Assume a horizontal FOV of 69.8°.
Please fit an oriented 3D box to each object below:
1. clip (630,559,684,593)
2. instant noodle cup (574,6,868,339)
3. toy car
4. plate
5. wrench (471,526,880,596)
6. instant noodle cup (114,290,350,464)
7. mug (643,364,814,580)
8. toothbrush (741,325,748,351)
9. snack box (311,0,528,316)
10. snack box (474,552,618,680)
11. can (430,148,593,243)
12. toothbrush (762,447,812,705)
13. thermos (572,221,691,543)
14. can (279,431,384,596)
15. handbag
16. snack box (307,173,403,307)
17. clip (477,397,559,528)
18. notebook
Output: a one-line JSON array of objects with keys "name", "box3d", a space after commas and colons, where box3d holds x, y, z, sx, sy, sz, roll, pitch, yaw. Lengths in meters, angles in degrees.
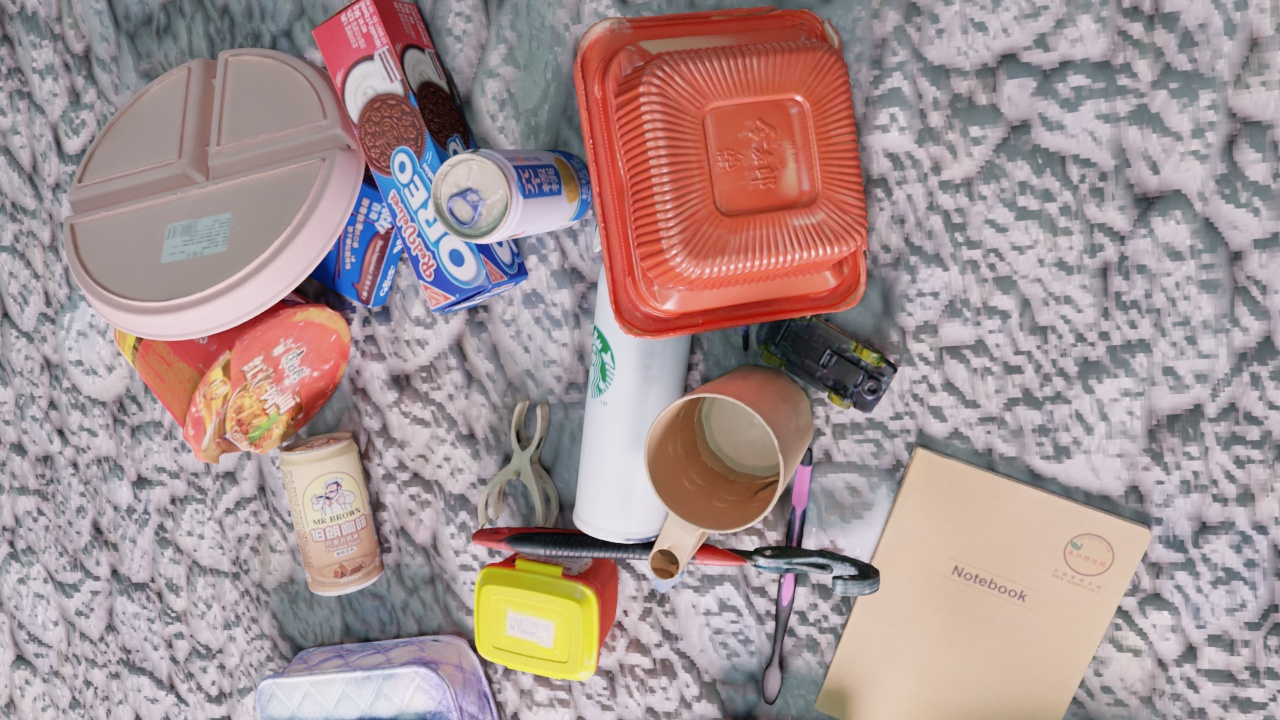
[{"name": "clip", "box3d": [0.006, 0.140, 0.657, 0.025, 0.031, 0.057, -39, 93, 23]}, {"name": "instant noodle cup", "box3d": [0.056, -0.112, 0.521, 0.164, 0.079, 0.189, -11, 94, -12]}, {"name": "toy car", "box3d": [0.116, -0.004, 0.580, 0.090, 0.035, 0.042, 32, 108, 16]}, {"name": "plate", "box3d": [-0.298, -0.123, 0.629, 0.230, 0.028, 0.229, -5, 68, 12]}, {"name": "wrench", "box3d": [0.019, 0.129, 0.612, 0.274, 0.056, 0.016, 4, 96, 13]}, {"name": "instant noodle cup", "box3d": [-0.299, -0.012, 0.667, 0.108, 0.137, 0.138, 37, 110, 17]}, {"name": "mug", "box3d": [0.052, 0.068, 0.577, 0.084, 0.103, 0.125, 27, 110, 15]}, {"name": "toothbrush", "box3d": [0.063, -0.098, 0.588, 0.017, 0.014, 0.189, 3, 103, 25]}, {"name": "snack box", "box3d": [-0.147, -0.137, 0.625, 0.057, 0.058, 0.207, -20, 95, 24]}, {"name": "snack box", "box3d": [-0.063, 0.172, 0.653, 0.091, 0.080, 0.082, 7, 105, 17]}, {"name": "can", "box3d": [-0.075, -0.103, 0.567, 0.053, 0.134, 0.053, 4, 103, 16]}, {"name": "toothbrush", "box3d": [0.102, 0.150, 0.633, 0.014, 0.017, 0.189, 9, 101, 15]}, {"name": "thermos", "box3d": [-0.004, 0.004, 0.602, 0.073, 0.073, 0.224, 11, 105, 16]}, {"name": "can", "box3d": [-0.238, 0.118, 0.710, 0.059, 0.058, 0.116, -6, 100, 19]}, {"name": "handbag", "box3d": [-0.212, 0.298, 0.732, 0.194, 0.075, 0.134, -13, 98, 21]}, {"name": "snack box", "box3d": [-0.246, -0.110, 0.679, 0.157, 0.026, 0.085, 27, 109, 11]}, {"name": "clip", "box3d": [-0.096, 0.083, 0.670, 0.093, 0.035, 0.103, -13, 93, 19]}, {"name": "notebook", "box3d": [0.216, 0.173, 0.601, 0.148, 0.008, 0.208, 20, 108, 13]}]
